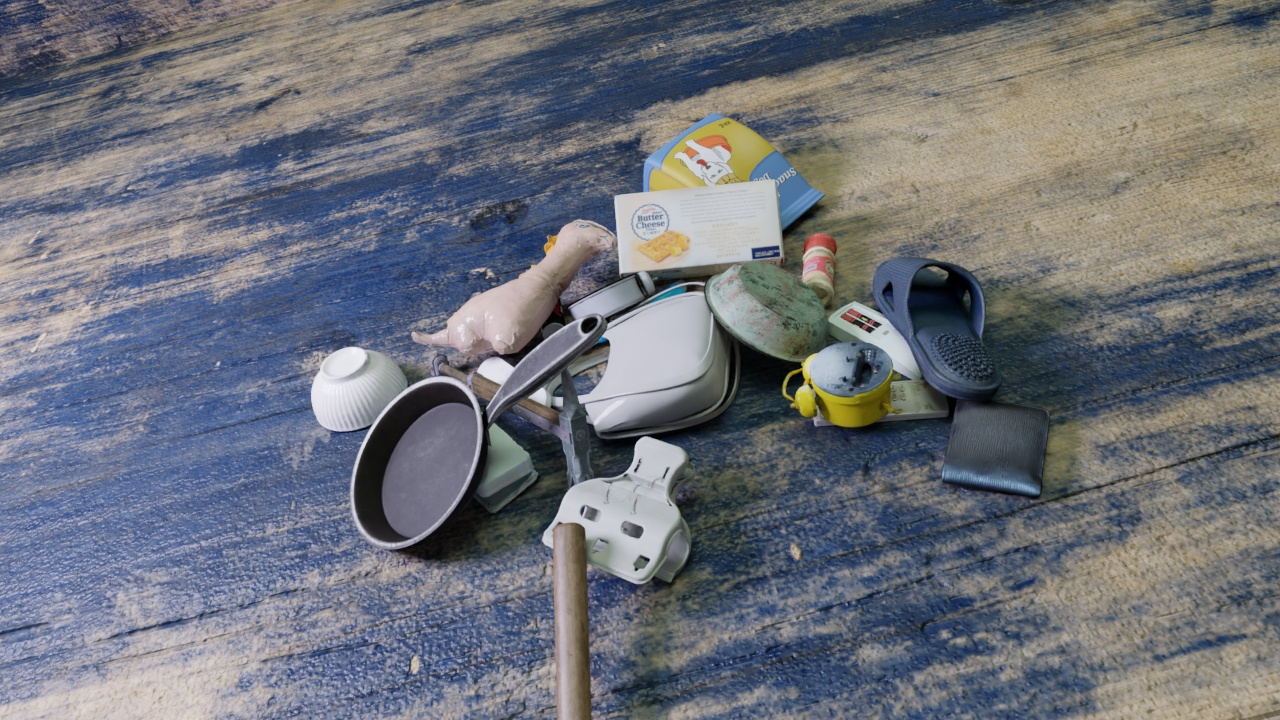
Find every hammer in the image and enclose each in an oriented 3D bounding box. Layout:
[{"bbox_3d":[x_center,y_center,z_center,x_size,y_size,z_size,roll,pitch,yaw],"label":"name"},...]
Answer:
[{"bbox_3d":[-0.054,0.271,0.733,0.129,0.040,0.321,-13,48,8],"label":"hammer"},{"bbox_3d":[-0.158,0.035,1.029,0.028,0.147,0.317,-21,26,-34],"label":"hammer"}]

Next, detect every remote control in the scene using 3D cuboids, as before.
[{"bbox_3d":[0.272,-0.026,1.028,0.049,0.024,0.143,-33,43,-22],"label":"remote control"},{"bbox_3d":[-0.151,0.033,1.078,0.136,0.013,0.043,30,83,44],"label":"remote control"},{"bbox_3d":[0.250,0.043,0.963,0.136,0.011,0.050,-5,40,11],"label":"remote control"}]

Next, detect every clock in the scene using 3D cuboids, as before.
[{"bbox_3d":[0.205,0.024,0.945,0.119,0.057,0.083,3,43,21],"label":"clock"},{"bbox_3d":[-0.032,-0.076,1.137,0.122,0.035,0.095,-26,2,-24],"label":"clock"}]

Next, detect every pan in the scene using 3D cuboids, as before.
[{"bbox_3d":[-0.165,0.061,0.925,0.358,0.055,0.187,-33,50,19],"label":"pan"}]

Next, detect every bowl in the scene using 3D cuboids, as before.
[{"bbox_3d":[-0.352,0.025,1.126,0.118,0.062,0.117,-9,40,7],"label":"bowl"},{"bbox_3d":[0.150,-0.063,1.033,0.157,0.039,0.157,19,35,-14],"label":"bowl"}]

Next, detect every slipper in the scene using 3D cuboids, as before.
[{"bbox_3d":[0.326,-0.060,0.985,0.101,0.083,0.263,6,34,-6],"label":"slipper"}]

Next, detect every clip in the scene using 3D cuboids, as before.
[{"bbox_3d":[-0.003,0.150,0.883,0.126,0.097,0.151,17,45,30],"label":"clip"}]

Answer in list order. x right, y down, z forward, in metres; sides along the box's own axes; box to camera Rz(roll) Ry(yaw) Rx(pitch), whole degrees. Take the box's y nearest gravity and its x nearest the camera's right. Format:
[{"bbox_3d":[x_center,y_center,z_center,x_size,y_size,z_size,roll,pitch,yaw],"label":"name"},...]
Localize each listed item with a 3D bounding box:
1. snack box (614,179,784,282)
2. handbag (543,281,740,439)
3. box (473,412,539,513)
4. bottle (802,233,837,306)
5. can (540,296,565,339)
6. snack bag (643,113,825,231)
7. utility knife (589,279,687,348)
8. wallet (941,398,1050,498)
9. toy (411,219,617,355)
[{"bbox_3d":[0.074,-0.164,1.175,0.208,0.057,0.104,-5,83,5],"label":"snack box"},{"bbox_3d":[-0.006,0.006,1.056,0.223,0.096,0.215,-14,37,20],"label":"handbag"},{"bbox_3d":[-0.193,0.088,1.018,0.083,0.066,0.199,-50,47,-10],"label":"box"},{"bbox_3d":[0.220,-0.111,1.131,0.044,0.044,0.108,-1,41,15],"label":"bottle"},{"bbox_3d":[-0.114,-0.058,1.177,0.031,0.031,0.080,-15,39,-1],"label":"can"},{"bbox_3d":[0.129,-0.238,1.275,0.205,0.102,0.158,35,59,26],"label":"snack bag"},{"bbox_3d":[-0.009,-0.056,1.155,0.178,0.015,0.031,-30,39,-22],"label":"utility knife"},{"bbox_3d":[0.342,0.080,0.881,0.089,0.026,0.114,7,44,22],"label":"wallet"},{"bbox_3d":[-0.151,-0.101,1.165,0.196,0.065,0.263,6,45,22],"label":"toy"}]
